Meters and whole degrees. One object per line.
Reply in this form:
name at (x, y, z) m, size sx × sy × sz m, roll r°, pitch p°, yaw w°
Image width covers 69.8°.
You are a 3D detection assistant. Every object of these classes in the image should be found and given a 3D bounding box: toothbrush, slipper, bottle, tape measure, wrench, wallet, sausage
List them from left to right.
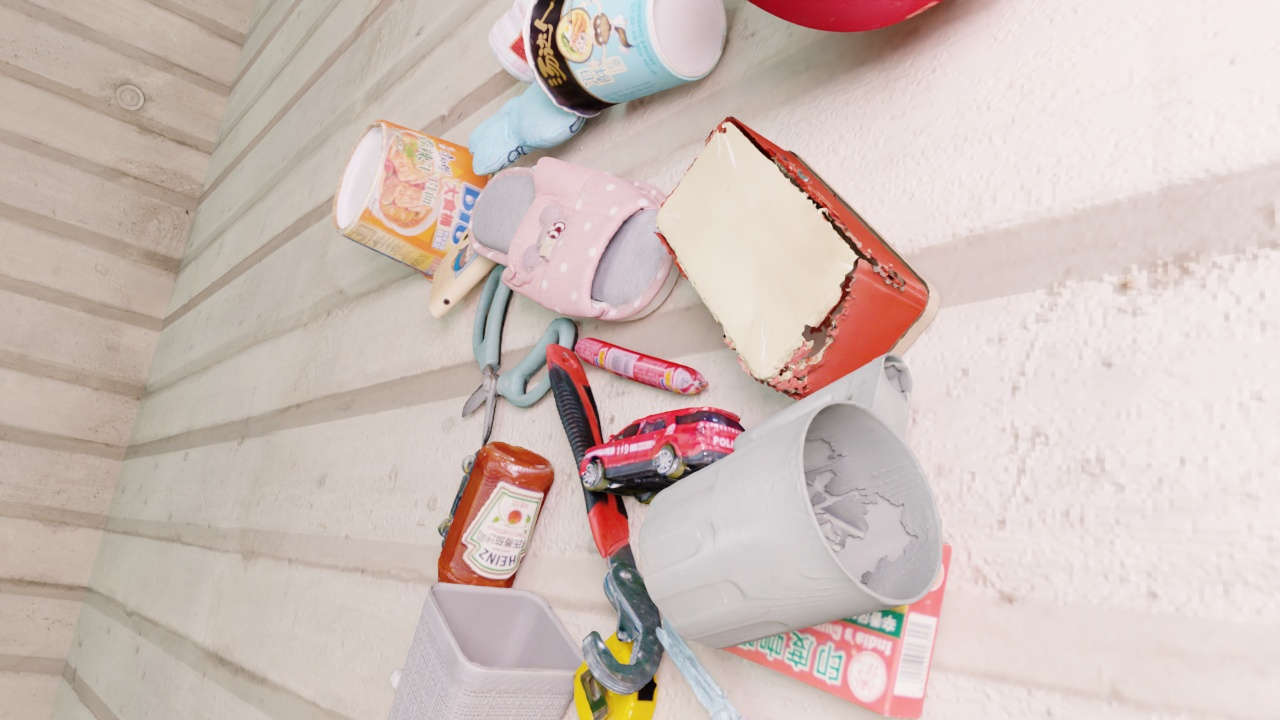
toothbrush at (-0.159, 0.291, 0.699) m, size 0.181 × 0.018 × 0.015 m, roll 34°, pitch 99°, yaw 53°
bottle at (-0.124, 0.162, 0.674) m, size 0.060 × 0.059 × 0.206 m, roll 27°, pitch 97°, yaw 55°
wallet at (-0.154, -0.100, 0.857) m, size 0.115 × 0.024 × 0.087 m, roll -42°, pitch 36°, yaw 25°
slipper at (-0.067, -0.101, 0.706) m, size 0.274 × 0.054 × 0.114 m, roll 28°, pitch 94°, yaw 49°
bottle at (-0.054, -0.333, 0.803) m, size 0.197 × 0.068 × 0.068 m, roll -40°, pitch 45°, yaw 32°
wrench at (-0.029, 0.086, 0.592) m, size 0.016 × 0.056 × 0.273 m, roll -46°, pitch 38°, yaw 27°
tape measure at (-0.017, 0.193, 0.539) m, size 0.060 × 0.029 × 0.057 m, roll -49°, pitch 41°, yaw 29°
sausage at (-0.004, 0.004, 0.617) m, size 0.156 × 0.020 × 0.020 m, roll 17°, pitch 89°, yaw 55°

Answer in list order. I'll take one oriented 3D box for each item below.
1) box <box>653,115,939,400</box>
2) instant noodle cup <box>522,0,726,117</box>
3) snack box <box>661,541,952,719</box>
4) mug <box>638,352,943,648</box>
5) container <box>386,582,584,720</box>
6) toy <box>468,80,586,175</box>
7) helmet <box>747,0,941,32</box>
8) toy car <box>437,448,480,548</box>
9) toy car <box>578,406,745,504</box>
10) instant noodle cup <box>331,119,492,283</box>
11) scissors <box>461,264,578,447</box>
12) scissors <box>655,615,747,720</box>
box at (0.069, -0.057, 0.494) m, size 0.091 × 0.079 × 0.168 m, roll -54°, pitch 38°, yaw 22°
instant noodle cup at (-0.006, -0.239, 0.665) m, size 0.121 × 0.111 × 0.111 m, roll 9°, pitch 82°, yaw 47°
snack box at (0.074, 0.113, 0.453) m, size 0.156 × 0.027 × 0.077 m, roll 1°, pitch 75°, yaw 54°
mug at (0.067, 0.061, 0.406) m, size 0.104 × 0.083 × 0.123 m, roll -34°, pitch 21°, yaw 42°
container at (-0.106, 0.220, 0.598) m, size 0.090 × 0.090 × 0.114 m, roll 39°, pitch 109°, yaw 54°
toy at (-0.088, -0.214, 0.797) m, size 0.156 × 0.050 × 0.161 m, roll -39°, pitch 31°, yaw 12°
helmet at (0.122, -0.256, 0.463) m, size 0.207 × 0.144 × 0.239 m, roll -47°, pitch 16°, yaw 16°
toy car at (-0.129, 0.114, 0.724) m, size 0.043 × 0.034 × 0.090 m, roll 9°, pitch 80°, yaw 57°
toy car at (0.014, 0.057, 0.542) m, size 0.121 × 0.053 × 0.045 m, roll -20°, pitch 57°, yaw 45°
instant noodle cup at (-0.236, -0.166, 0.931) m, size 0.152 × 0.111 × 0.151 m, roll -28°, pitch 53°, yaw 44°
scissors at (-0.106, -0.020, 0.768) m, size 0.174 × 0.019 × 0.169 m, roll -33°, pitch 51°, yaw 43°
scissors at (0.046, 0.176, 0.452) m, size 0.135 × 0.017 × 0.063 m, roll 52°, pitch 124°, yaw 37°
